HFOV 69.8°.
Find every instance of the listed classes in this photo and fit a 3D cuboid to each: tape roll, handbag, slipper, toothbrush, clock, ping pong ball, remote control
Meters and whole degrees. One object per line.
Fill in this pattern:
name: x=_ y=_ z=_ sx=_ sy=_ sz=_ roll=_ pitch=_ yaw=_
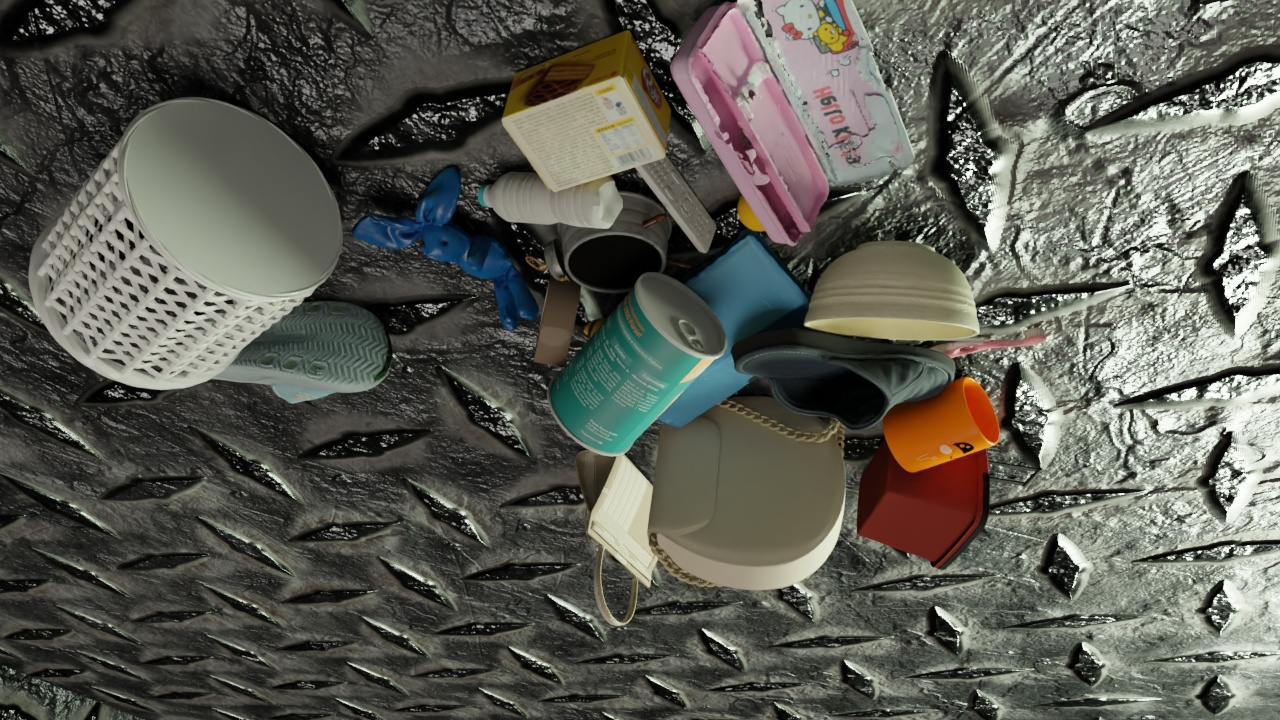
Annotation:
tape roll: x=-0.081 y=-0.041 z=0.892 sx=0.030 sy=0.093 sz=0.094 roll=12 pitch=142 yaw=-7
handbag: x=-0.023 y=0.237 z=1.161 sx=0.062 sy=0.197 sz=0.176 roll=-13 pitch=139 yaw=24
slipper: x=-0.372 y=-0.006 z=0.978 sx=0.246 sy=0.103 sz=0.074 roll=3 pitch=145 yaw=15
handbag: x=0.117 y=0.137 z=1.001 sx=0.209 sy=0.210 sz=0.103 roll=2 pitch=143 yaw=10
toothbrush: x=0.341 y=-0.014 z=0.935 sx=0.135 sy=0.016 sz=0.021 roll=-11 pitch=139 yaw=26
slipper: x=0.205 y=0.031 z=0.904 sx=0.265 sy=0.083 sz=0.109 roll=7 pitch=158 yaw=-34
clock: x=-0.036 y=-0.104 z=0.835 sx=0.148 sy=0.056 sz=0.104 roll=-12 pitch=148 yaw=15
ping pong ball: x=0.104 y=-0.132 z=0.792 sx=0.040 sy=0.040 sz=0.040 roll=4 pitch=143 yaw=3
remote control: x=0.027 y=-0.145 z=0.792 sx=0.012 sy=0.033 sz=0.131 roll=-3 pitch=145 yaw=37

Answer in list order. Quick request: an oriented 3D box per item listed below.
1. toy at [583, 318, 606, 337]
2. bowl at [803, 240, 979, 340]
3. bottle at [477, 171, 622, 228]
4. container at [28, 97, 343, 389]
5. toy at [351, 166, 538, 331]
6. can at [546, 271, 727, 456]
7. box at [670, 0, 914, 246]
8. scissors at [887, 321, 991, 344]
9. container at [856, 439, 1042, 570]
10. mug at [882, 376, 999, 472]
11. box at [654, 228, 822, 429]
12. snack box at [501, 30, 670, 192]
toy: x=-0.027 y=-0.002 z=0.981 sx=0.084 sy=0.046 sz=0.104 roll=11 pitch=140 yaw=16
bowl: x=0.224 y=-0.063 z=0.818 sx=0.151 sy=0.075 sz=0.151 roll=5 pitch=175 yaw=0
bottle: x=-0.082 y=-0.139 z=0.788 sx=0.136 sy=0.044 sz=0.044 roll=9 pitch=148 yaw=30
container: x=-0.387 y=-0.096 z=0.788 sx=0.187 sy=0.188 sz=0.189 roll=-28 pitch=131 yaw=35
toy: x=-0.163 y=-0.103 z=0.848 sx=0.176 sy=0.070 sz=0.113 roll=38 pitch=131 yaw=-21
can: x=-0.005 y=0.005 z=0.838 sx=0.099 sy=0.099 sz=0.144 roll=27 pitch=123 yaw=-25
box: x=0.123 y=-0.185 z=0.693 sx=0.101 sy=0.111 sz=0.201 roll=9 pitch=151 yaw=41
scissors: x=0.271 y=-0.016 z=0.943 sx=0.153 sy=0.014 sz=0.131 roll=14 pitch=141 yaw=-5
container: x=0.372 y=0.168 z=1.086 sx=0.201 sy=0.126 sz=0.148 roll=13 pitch=142 yaw=1
mug: x=0.336 y=0.070 z=1.007 sx=0.096 sy=0.077 sz=0.112 roll=-28 pitch=162 yaw=36
box: x=0.072 y=-0.010 z=0.911 sx=0.232 sy=0.060 sz=0.175 roll=-37 pitch=128 yaw=26
snack box: x=-0.041 y=-0.192 z=0.717 sx=0.106 sy=0.061 sz=0.083 roll=-13 pitch=139 yaw=23
